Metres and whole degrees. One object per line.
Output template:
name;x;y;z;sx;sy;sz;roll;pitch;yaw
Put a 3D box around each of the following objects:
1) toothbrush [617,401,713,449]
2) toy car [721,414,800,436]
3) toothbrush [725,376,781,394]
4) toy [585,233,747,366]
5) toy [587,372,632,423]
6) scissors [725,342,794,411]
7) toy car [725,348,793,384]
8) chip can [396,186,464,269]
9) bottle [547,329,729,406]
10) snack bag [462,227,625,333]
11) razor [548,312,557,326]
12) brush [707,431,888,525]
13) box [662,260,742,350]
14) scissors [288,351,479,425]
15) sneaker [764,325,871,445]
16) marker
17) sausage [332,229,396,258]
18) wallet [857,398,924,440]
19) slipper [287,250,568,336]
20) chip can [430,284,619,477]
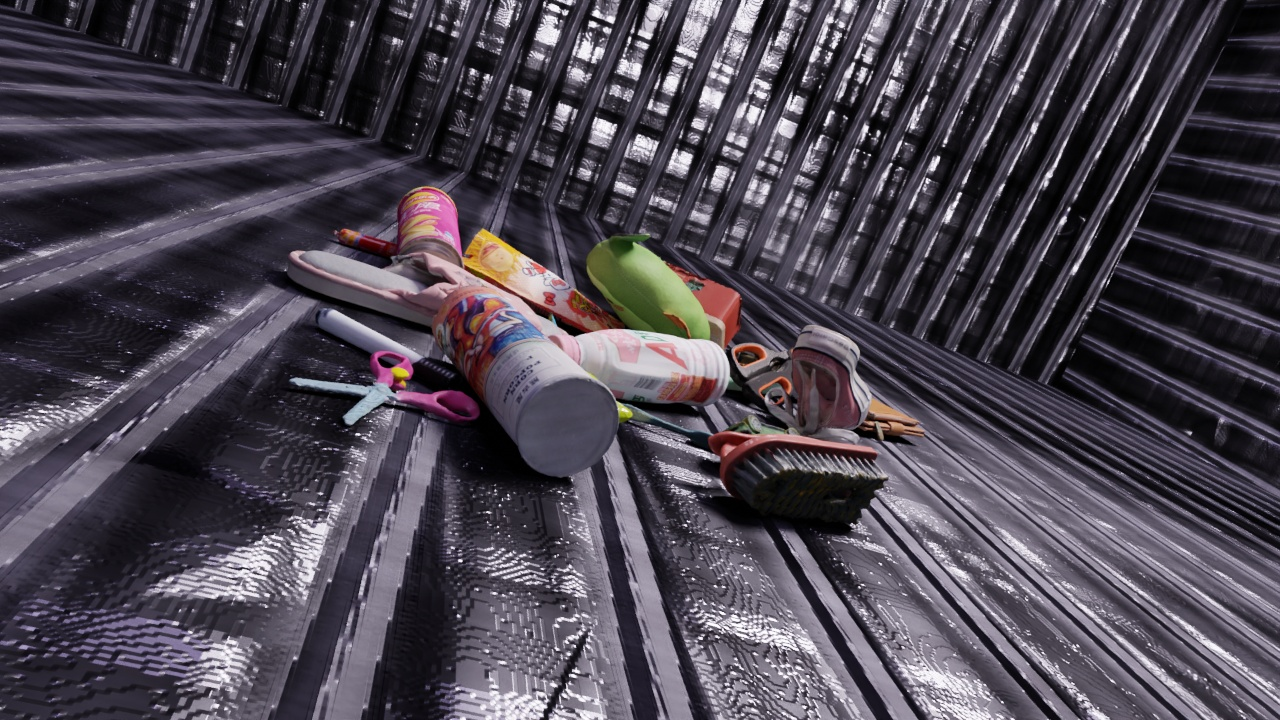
toothbrush;-0.017;0.042;0.794;0.191;0.016;0.018;20;2;-6
toy car;0.102;0.075;0.774;0.091;0.043;0.036;21;46;-36
toothbrush;0.092;0.020;1.063;0.224;0.026;0.027;8;26;-47
toy;0.019;-0.065;1.098;0.246;0.090;0.227;44;-1;-39
toy;-0.054;0.031;0.727;0.096;0.031;0.100;8;19;-1
scissors;0.187;0.014;1.121;0.234;0.022;0.136;4;52;-41
toy car;0.172;0.007;1.212;0.070;0.042;0.158;6;7;-30
chip can;-0.234;-0.133;1.015;0.071;0.071;0.210;17;19;-20
bottle;-0.005;0.005;0.865;0.196;0.068;0.068;7;18;-39
snack bag;-0.112;-0.075;1.080;0.208;0.073;0.128;27;10;-7
razor;-0.150;-0.059;0.988;0.132;0.028;0.043;26;-11;10
brush;0.118;0.085;0.714;0.145;0.063;0.069;11;27;-35
box;0.053;-0.079;1.239;0.168;0.079;0.091;26;-29;19
scissors;-0.164;0.024;0.616;0.125;0.017;0.133;24;16;-3
sneaker;0.192;0.044;0.983;0.118;0.087;0.241;24;-12;20
marker;-0.195;-0.009;0.699;0.131;0.018;0.022;25;-6;16
sausage;-0.286;-0.127;1.088;0.155;0.020;0.020;15;13;-26
wallet;0.294;0.068;1.177;0.130;0.035;0.119;10;16;-40
slipper;-0.192;-0.065;0.874;0.274;0.054;0.114;15;12;-25
chip can;-0.092;0.006;0.676;0.071;0.071;0.215;14;13;-32
